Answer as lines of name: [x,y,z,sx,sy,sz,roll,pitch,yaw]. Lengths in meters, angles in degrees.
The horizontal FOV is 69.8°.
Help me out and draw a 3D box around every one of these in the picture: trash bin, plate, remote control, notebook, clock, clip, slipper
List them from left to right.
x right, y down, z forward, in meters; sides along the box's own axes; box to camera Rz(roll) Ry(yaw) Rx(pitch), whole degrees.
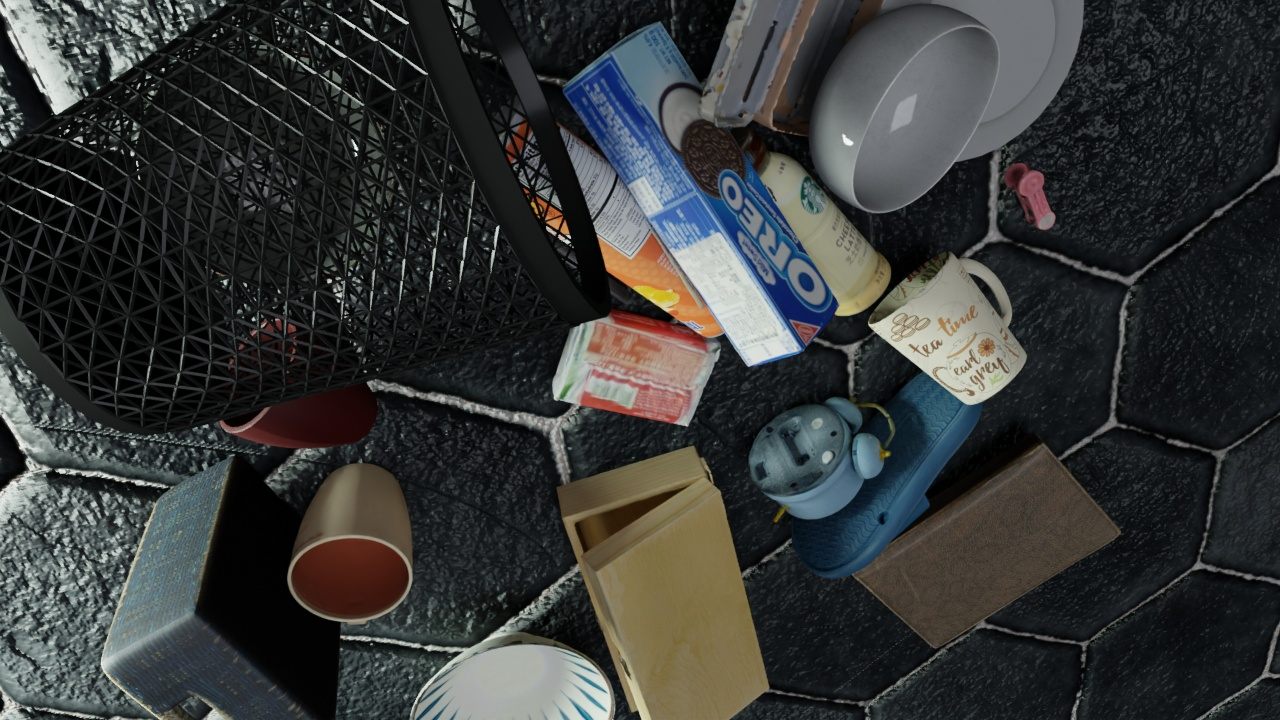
trash bin: [-0.169,-0.079,0.468,0.243,0.216,0.217,-21,121,7]
remote control: [-0.059,-0.080,0.647,0.124,0.039,0.010,34,96,-20]
clock: [0.149,0.077,0.751,0.125,0.088,0.051,-36,124,11]
slipper: [0.211,0.100,0.771,0.059,0.103,0.214,31,104,-28]
notebook: [0.301,0.162,0.849,0.216,0.034,0.190,-40,115,18]
plate: [0.236,-0.222,0.643,0.172,0.019,0.173,-5,120,-9]
clip: [0.303,-0.124,0.703,0.022,0.038,0.059,-38,123,6]

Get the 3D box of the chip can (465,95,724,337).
chip can: [-0.015,-0.094,0.634,0.210,0.062,0.062,33,107,-26]

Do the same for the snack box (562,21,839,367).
snack box: [0.042,-0.104,0.601,0.060,0.059,0.226,-19,110,50]

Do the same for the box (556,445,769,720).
box: [0.031,0.216,0.787,0.140,0.122,0.249,-15,122,0]

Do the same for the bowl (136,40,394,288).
bowl: [-0.228,-0.125,0.574,0.150,0.056,0.151,-5,120,-9]

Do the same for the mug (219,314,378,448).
mug: [-0.243,0.029,0.654,0.114,0.087,0.088,-20,145,31]

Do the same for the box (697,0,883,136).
box: [0.109,-0.241,0.546,0.153,0.058,0.217,-12,130,-50]

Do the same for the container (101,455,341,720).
container: [-0.283,0.176,0.654,0.071,0.187,0.145,-30,121,0]

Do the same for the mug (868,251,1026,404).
mug: [0.249,-0.032,0.712,0.097,0.121,0.081,46,145,-2]

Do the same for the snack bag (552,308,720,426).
snack bag: [-0.004,0.004,0.707,0.115,0.036,0.077,12,114,-18]

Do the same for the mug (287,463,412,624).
mug: [-0.216,0.144,0.699,0.085,0.104,0.112,0,119,-12]

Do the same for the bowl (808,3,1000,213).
bowl: [0.162,-0.168,0.596,0.131,0.064,0.132,-29,144,-24]

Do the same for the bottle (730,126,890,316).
bottle: [0.114,-0.100,0.662,0.056,0.056,0.162,-43,118,12]

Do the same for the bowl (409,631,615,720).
bowl: [-0.115,0.295,0.825,0.177,0.070,0.177,-5,119,-9]
